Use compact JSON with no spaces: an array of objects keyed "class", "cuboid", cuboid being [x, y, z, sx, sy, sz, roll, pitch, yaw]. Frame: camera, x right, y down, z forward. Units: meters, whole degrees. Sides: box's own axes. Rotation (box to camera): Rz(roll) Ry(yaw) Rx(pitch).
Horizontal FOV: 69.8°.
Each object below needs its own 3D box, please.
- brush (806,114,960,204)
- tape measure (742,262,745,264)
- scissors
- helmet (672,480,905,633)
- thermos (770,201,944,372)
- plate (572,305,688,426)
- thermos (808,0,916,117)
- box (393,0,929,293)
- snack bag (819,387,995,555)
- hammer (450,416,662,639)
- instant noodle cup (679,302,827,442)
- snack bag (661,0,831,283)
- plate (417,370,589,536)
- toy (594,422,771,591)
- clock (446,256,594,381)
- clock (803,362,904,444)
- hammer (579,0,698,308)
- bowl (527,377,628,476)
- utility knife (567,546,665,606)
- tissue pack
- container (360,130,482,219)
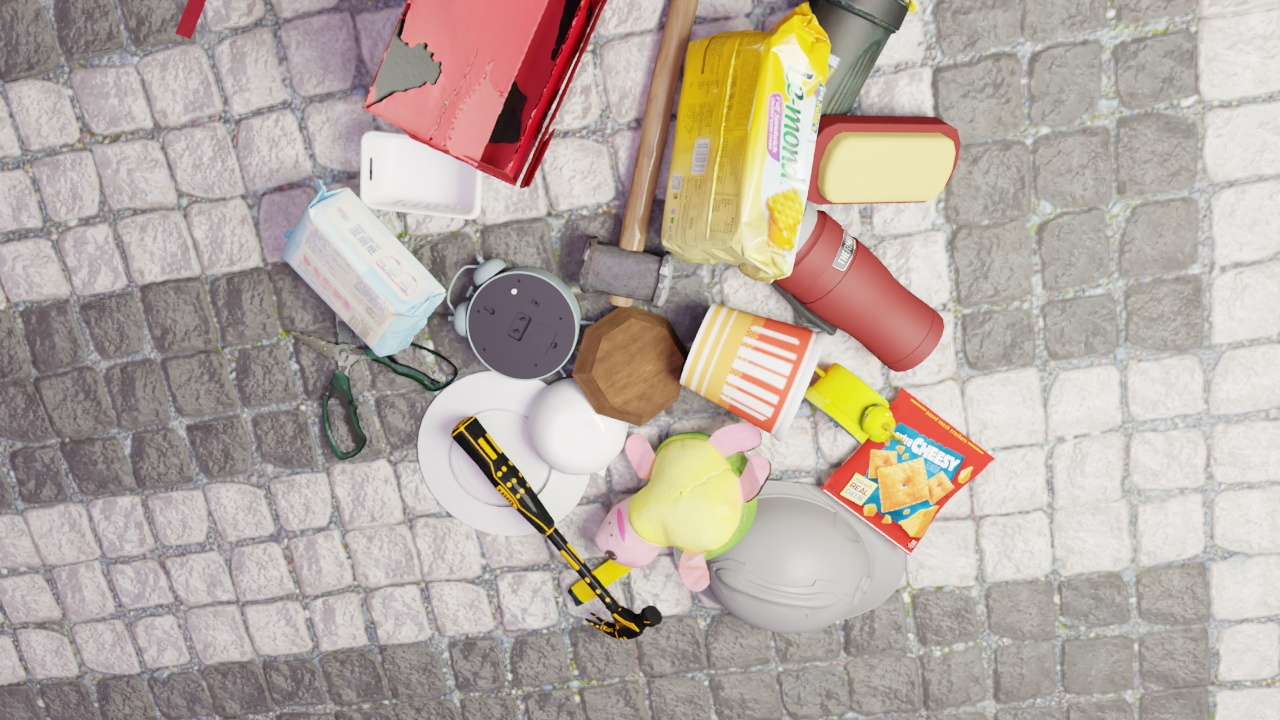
[{"class":"brush","cuboid":[0.235,-0.192,0.894,0.173,0.042,0.082,-4,125,-19]},{"class":"tape measure","cuboid":[0.127,-0.124,0.969,0.061,0.034,0.061,34,105,-5]},{"class":"scissors","cuboid":[-0.304,0.020,1.066,0.204,0.015,0.202,-2,108,8]},{"class":"helmet","cuboid":[0.170,0.242,1.026,0.271,0.117,0.183,9,107,1]},{"class":"thermos","cuboid":[0.205,-0.070,0.941,0.198,0.083,0.108,36,146,-18]},{"class":"plate","cuboid":[-0.006,0.005,0.998,0.131,0.025,0.131,-1,92,-16]},{"class":"thermos","cuboid":[0.180,-0.280,0.892,0.098,0.098,0.221,23,110,-1]},{"class":"box","cuboid":[-0.015,-0.236,0.813,0.479,0.171,0.214,27,93,41]},{"class":"snack bag","cuboid":[0.295,0.124,1.020,0.131,0.039,0.144,37,100,-3]},{"class":"hammer","cuboid":[-0.106,0.195,1.053,0.320,0.036,0.124,50,141,-3]},{"class":"instant noodle cup","cuboid":[0.115,0.005,0.969,0.121,0.123,0.123,23,107,7]},{"class":"snack bag","cuboid":[0.091,-0.204,0.874,0.068,0.160,0.247,3,99,-33]},{"class":"plate","cuboid":[-0.162,0.114,1.077,0.209,0.015,0.209,2,106,5]},{"class":"toy","cuboid":[0.046,0.158,1.014,0.239,0.087,0.190,-39,66,23]},{"class":"clock","cuboid":[-0.138,-0.048,1.014,0.159,0.045,0.123,29,107,-2]},{"class":"clock","cuboid":[0.229,0.054,0.976,0.119,0.083,0.057,41,95,22]},{"class":"hammer","cuboid":[0.010,-0.216,0.952,0.098,0.052,0.329,12,104,2]},{"class":"bowl","cuboid":[-0.070,0.079,1.029,0.114,0.050,0.115,-1,102,-4]},{"class":"utility knife","cuboid":[0.004,0.226,1.091,0.225,0.019,0.030,-36,104,16]},{"class":"tissue pack","cuboid":[-0.301,-0.098,0.984,0.182,0.069,0.112,48,139,-4]},{"class":"container","cuboid":[-0.227,-0.199,0.976,0.129,0.049,0.081,7,107,4]}]
